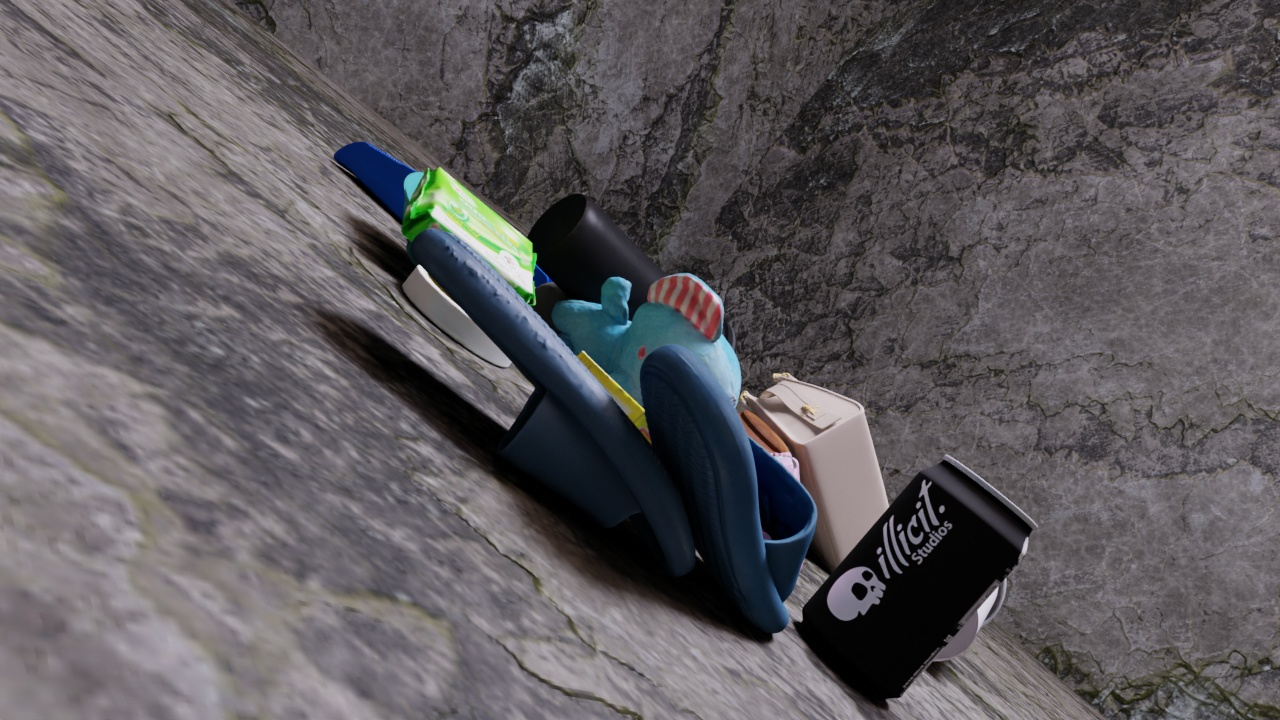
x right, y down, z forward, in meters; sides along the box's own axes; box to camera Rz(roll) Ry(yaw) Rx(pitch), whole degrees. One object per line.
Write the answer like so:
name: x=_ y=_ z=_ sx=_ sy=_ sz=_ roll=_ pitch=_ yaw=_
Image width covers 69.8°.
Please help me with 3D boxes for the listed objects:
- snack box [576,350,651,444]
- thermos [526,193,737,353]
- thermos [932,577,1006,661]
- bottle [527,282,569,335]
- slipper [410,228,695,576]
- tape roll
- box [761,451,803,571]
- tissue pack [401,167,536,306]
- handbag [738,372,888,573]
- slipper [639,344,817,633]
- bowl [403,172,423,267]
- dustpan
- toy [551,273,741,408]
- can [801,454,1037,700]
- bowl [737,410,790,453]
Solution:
snack box: x=0.007 y=0.059 z=0.595 sx=0.075 sy=0.025 sz=0.152 roll=42 pitch=-7 yaw=42
thermos: x=-0.007 y=-0.053 z=0.844 sx=0.218 sy=0.106 sz=0.106 roll=44 pitch=1 yaw=-34
thermos: x=0.301 y=0.234 z=0.929 sx=0.131 sy=0.132 sz=0.221 roll=41 pitch=12 yaw=18
bottle: x=-0.064 y=-0.029 z=0.892 sx=0.108 sy=0.060 sz=0.060 roll=34 pitch=6 yaw=-48
slipper: x=-0.048 y=0.025 z=0.463 sx=0.213 sy=0.059 sz=0.104 roll=51 pitch=-6 yaw=-1
tape roll: x=-0.125 y=-0.031 z=0.650 sx=0.094 sy=0.019 sz=0.094 roll=39 pitch=4 yaw=-3
box: x=0.105 y=0.116 z=0.693 sx=0.232 sy=0.041 sz=0.098 roll=29 pitch=50 yaw=-75
tissue pack: x=-0.128 y=-0.091 z=0.698 sx=0.114 sy=0.034 sz=0.099 roll=39 pitch=21 yaw=-26
handbag: x=0.171 y=0.107 z=0.984 sx=0.198 sy=0.101 sz=0.195 roll=37 pitch=-29 yaw=60
slipper: x=0.048 y=0.066 z=0.483 sx=0.104 sy=0.059 sz=0.214 roll=50 pitch=-14 yaw=41
bowl: x=-0.158 y=-0.095 z=0.761 sx=0.121 sy=0.046 sz=0.121 roll=40 pitch=22 yaw=-20
dustpan: x=-0.172 y=-0.122 z=0.982 sx=0.257 sy=0.059 sz=0.245 roll=44 pitch=6 yaw=36
toy: x=-0.004 y=0.004 z=0.761 sx=0.181 sy=0.184 sz=0.114 roll=19 pitch=40 yaw=20
can: x=0.175 y=0.138 z=0.585 sx=0.080 sy=0.146 sz=0.080 roll=39 pitch=4 yaw=-4
bowl: x=0.098 y=0.090 z=0.867 sx=0.147 sy=0.069 sz=0.147 roll=42 pitch=9 yaw=-9
